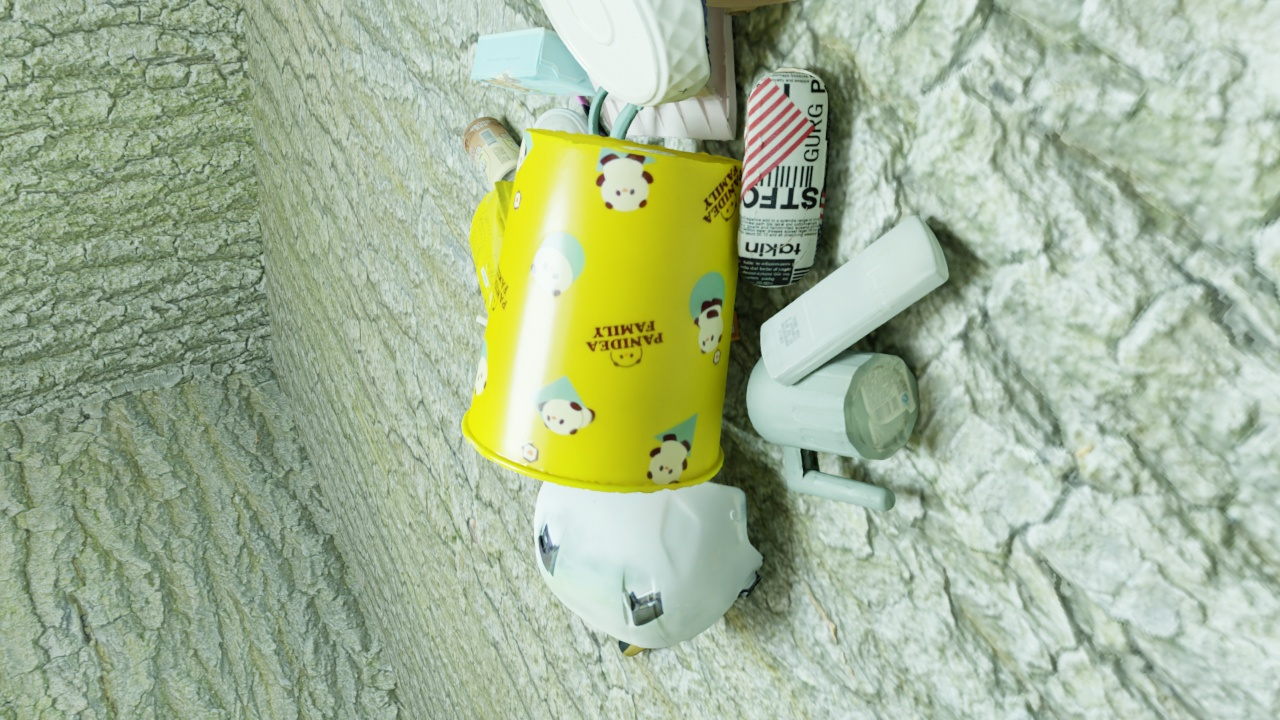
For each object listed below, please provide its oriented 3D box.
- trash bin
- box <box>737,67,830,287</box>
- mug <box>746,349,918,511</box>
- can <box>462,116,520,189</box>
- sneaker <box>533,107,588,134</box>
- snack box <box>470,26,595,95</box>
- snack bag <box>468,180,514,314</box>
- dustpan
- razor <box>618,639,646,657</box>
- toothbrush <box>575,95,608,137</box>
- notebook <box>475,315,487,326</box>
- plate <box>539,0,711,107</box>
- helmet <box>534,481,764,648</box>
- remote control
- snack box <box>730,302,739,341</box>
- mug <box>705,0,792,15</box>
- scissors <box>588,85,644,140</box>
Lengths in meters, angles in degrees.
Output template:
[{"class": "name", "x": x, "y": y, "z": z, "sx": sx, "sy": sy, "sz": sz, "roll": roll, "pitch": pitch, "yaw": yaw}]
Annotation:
[{"class": "trash bin", "x": -0.022, "y": -0.052, "z": 0.770, "sx": 0.230, "sy": 0.229, "sz": 0.255, "roll": 30, "pitch": 116, "yaw": 52}, {"class": "box", "x": 0.110, "y": -0.143, "z": 0.713, "sx": 0.087, "sy": 0.076, "sz": 0.163, "roll": -100, "pitch": 8, "yaw": -68}, {"class": "mug", "x": 0.148, "y": 0.050, "z": 0.701, "sx": 0.103, "sy": 0.083, "sz": 0.124, "roll": 6, "pitch": 108, "yaw": 57}, {"class": "can", "x": -0.178, "y": -0.255, "z": 1.159, "sx": 0.116, "sy": 0.058, "sz": 0.059, "roll": 54, "pitch": 144, "yaw": 34}, {"class": "sneaker", "x": -0.083, "y": -0.145, "z": 0.986, "sx": 0.090, "sy": 0.090, "sz": 0.242, "roll": -52, "pitch": -43, "yaw": -68}, {"class": "snack box", "x": -0.115, "y": -0.320, "z": 0.994, "sx": 0.175, "sy": 0.074, "sz": 0.051, "roll": 25, "pitch": 104, "yaw": 55}, {"class": "snack bag", "x": -0.163, "y": -0.114, "z": 1.126, "sx": 0.247, "sy": 0.068, "sz": 0.158, "roll": 154, "pitch": 102, "yaw": -77}, {"class": "dustpan", "x": 0.020, "y": -0.345, "z": 0.826, "sx": 0.223, "sy": 0.138, "sz": 0.273, "roll": 26, "pitch": 152, "yaw": 54}, {"class": "razor", "x": 0.009, "y": 0.324, "z": 1.099, "sx": 0.067, "sy": 0.062, "sz": 0.168, "roll": 35, "pitch": 146, "yaw": 6}, {"class": "toothbrush", "x": -0.036, "y": -0.235, "z": 0.968, "sx": 0.018, "sy": 0.014, "sz": 0.189, "roll": -49, "pitch": 57, "yaw": 37}, {"class": "notebook", "x": -0.094, "y": 0.002, "z": 1.065, "sx": 0.206, "sy": 0.145, "sz": 0.010, "roll": 24, "pitch": 83, "yaw": 54}, {"class": "plate", "x": -0.026, "y": -0.289, "z": 0.724, "sx": 0.205, "sy": 0.045, "sz": 0.205, "roll": 49, "pitch": 168, "yaw": 14}, {"class": "helmet", "x": -0.009, "y": 0.191, "z": 0.885, "sx": 0.229, "sy": 0.145, "sz": 0.259, "roll": 28, "pitch": 149, "yaw": 20}, {"class": "remote control", "x": 0.148, "y": -0.039, "z": 0.652, "sx": 0.150, "sy": 0.021, "sz": 0.058, "roll": -38, "pitch": 39, "yaw": 33}, {"class": "snack box", "x": 0.038, "y": -0.057, "z": 0.900, "sx": 0.154, "sy": 0.026, "sz": 0.075, "roll": 6, "pitch": 107, "yaw": 58}, {"class": "mug", "x": 0.080, "y": -0.318, "z": 0.677, "sx": 0.124, "sy": 0.084, "sz": 0.103, "roll": -111, "pitch": 16, "yaw": -76}, {"class": "scissors", "x": -0.008, "y": -0.192, "z": 0.865, "sx": 0.171, "sy": 0.019, "sz": 0.181, "roll": 6, "pitch": 120, "yaw": 40}]
